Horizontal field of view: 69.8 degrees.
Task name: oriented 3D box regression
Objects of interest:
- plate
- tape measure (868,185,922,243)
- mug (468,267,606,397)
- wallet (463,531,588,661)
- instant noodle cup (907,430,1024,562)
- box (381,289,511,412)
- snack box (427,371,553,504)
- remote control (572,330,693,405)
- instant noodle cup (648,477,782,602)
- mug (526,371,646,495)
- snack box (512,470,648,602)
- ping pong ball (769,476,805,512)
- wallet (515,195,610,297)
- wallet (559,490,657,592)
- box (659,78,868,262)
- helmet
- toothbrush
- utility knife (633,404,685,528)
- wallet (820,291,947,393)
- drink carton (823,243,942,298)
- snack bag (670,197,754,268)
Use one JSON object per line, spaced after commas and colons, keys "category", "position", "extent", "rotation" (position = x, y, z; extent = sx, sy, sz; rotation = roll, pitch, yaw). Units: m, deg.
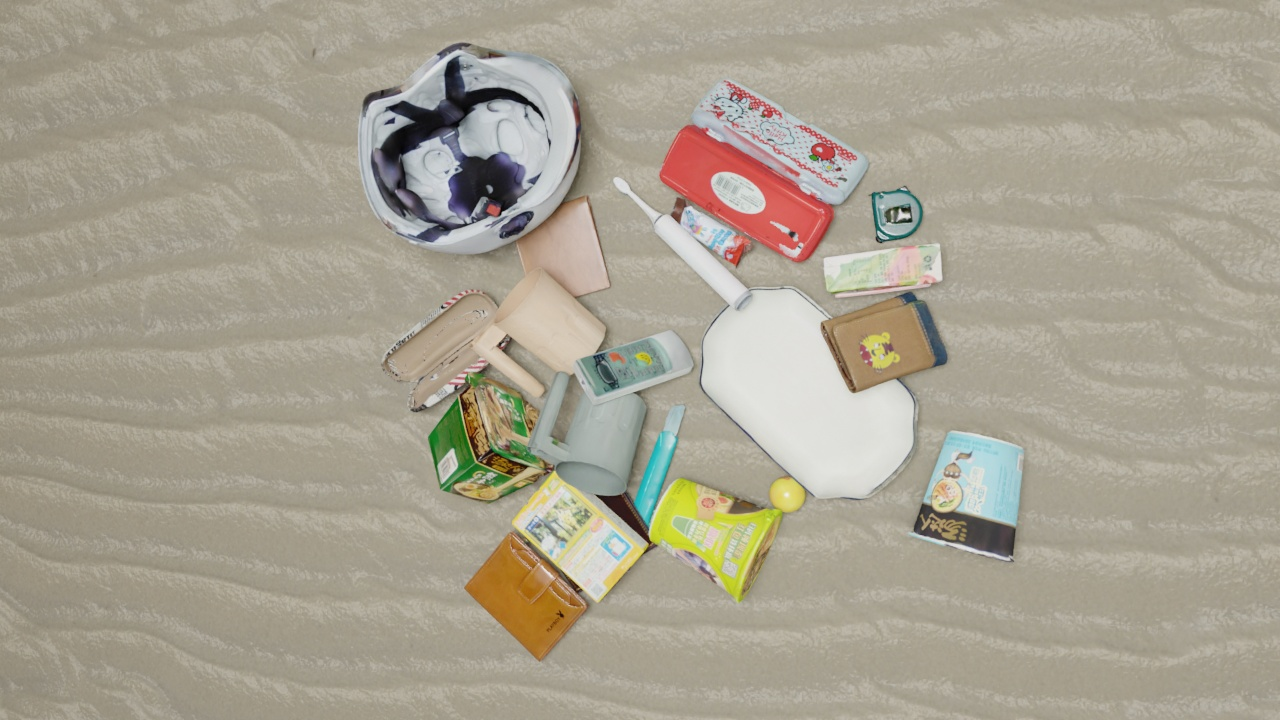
{"category": "plate", "position": [0.187, 0.036, 1.032], "extent": [0.265, 0.034, 0.162], "rotation": [43, 98, 9]}
{"category": "tape measure", "position": [0.283, -0.162, 1.013], "extent": [0.054, 0.025, 0.058], "rotation": [-8, 90, 13]}
{"category": "mug", "position": [-0.117, -0.028, 1.055], "extent": [0.103, 0.084, 0.125], "rotation": [41, 99, -20]}
{"category": "wallet", "position": [-0.133, 0.278, 1.103], "extent": [0.130, 0.035, 0.119], "rotation": [42, 112, 10]}
{"category": "instant noodle cup", "position": [0.350, 0.140, 0.968], "extent": [0.111, 0.111, 0.120], "rotation": [13, 86, 12]}
{"category": "box", "position": [-0.236, -0.014, 1.103], "extent": [0.162, 0.075, 0.086], "rotation": [-37, 114, 12]}
{"category": "snack box", "position": [-0.181, 0.101, 1.064], "extent": [0.106, 0.117, 0.118], "rotation": [-39, 51, 18]}
{"category": "remote control", "position": [-0.006, 0.006, 1.037], "extent": [0.134, 0.019, 0.056], "rotation": [-18, 63, -26]}
{"category": "instant noodle cup", "position": [0.079, 0.192, 1.026], "extent": [0.123, 0.111, 0.112], "rotation": [24, 96, 18]}
{"category": "mug", "position": [-0.059, 0.080, 1.031], "extent": [0.124, 0.084, 0.103], "rotation": [31, 57, -22]}
{"category": "snack box", "position": [-0.071, 0.202, 1.067], "extent": [0.140, 0.033, 0.087], "rotation": [40, 102, 6]}
{"category": "ping pong ball", "position": [0.166, 0.151, 1.035], "extent": [0.040, 0.040, 0.040], "rotation": [0, 91, 12]}
{"category": "wallet", "position": [-0.096, -0.129, 1.101], "extent": [0.101, 0.020, 0.115], "rotation": [-14, 90, 13]}
{"category": "wallet", "position": [-0.053, 0.208, 1.089], "extent": [0.122, 0.020, 0.096], "rotation": [-34, 86, 16]}
{"category": "box", "position": [0.136, -0.217, 1.029], "extent": [0.201, 0.069, 0.158], "rotation": [33, 93, 9]}
{"category": "helmet", "position": [-0.180, -0.224, 1.051], "extent": [0.259, 0.146, 0.229], "rotation": [-24, 75, 3]}
{"category": "toothbrush", "position": [0.043, -0.139, 1.049], "extent": [0.026, 0.026, 0.221], "rotation": [-42, 71, -5]}
{"category": "utility knife", "position": [0.018, 0.138, 1.080], "extent": [0.029, 0.013, 0.185], "rotation": [21, 99, 14]}
{"category": "wallet", "position": [0.262, -0.021, 0.990], "extent": [0.115, 0.033, 0.090], "rotation": [-17, 73, -12]}
{"category": "drink carton", "position": [0.264, -0.097, 1.004], "extent": [0.123, 0.053, 0.045], "rotation": [-6, 90, 13]}
{"category": "snack bag", "position": [0.080, -0.147, 1.054], "extent": [0.105, 0.026, 0.045], "rotation": [34, 141, 10]}
